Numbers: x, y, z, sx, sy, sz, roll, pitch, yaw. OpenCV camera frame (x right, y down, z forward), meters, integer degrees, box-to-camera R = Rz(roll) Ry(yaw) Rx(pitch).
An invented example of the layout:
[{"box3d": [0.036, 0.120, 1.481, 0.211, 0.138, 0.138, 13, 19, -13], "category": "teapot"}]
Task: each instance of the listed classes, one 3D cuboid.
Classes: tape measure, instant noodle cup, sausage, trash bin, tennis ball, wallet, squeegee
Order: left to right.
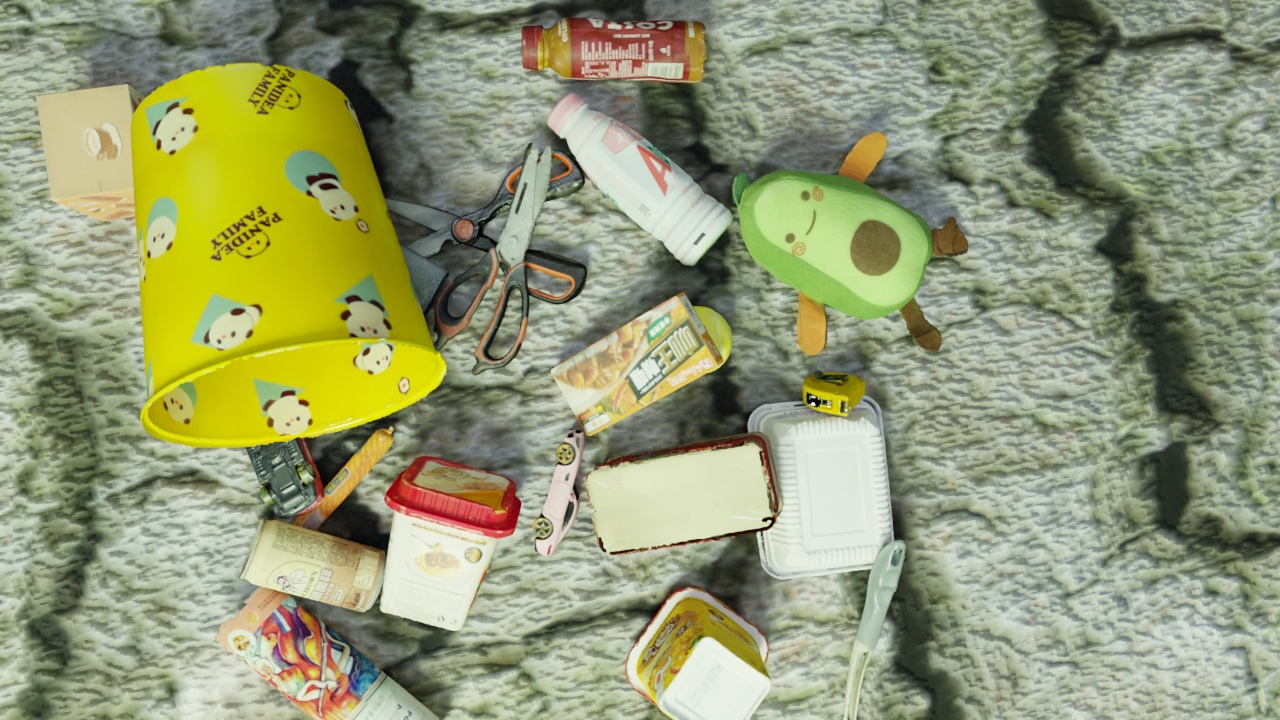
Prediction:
[{"box3d": [-0.303, -0.084, 0.761, 0.229, 0.230, 0.255, -15, 75, -5], "category": "trash bin"}, {"box3d": [-0.288, 0.125, 0.865, 0.021, 0.021, 0.165, 41, 85, -3], "category": "sausage"}, {"box3d": [-0.250, -0.056, 0.870, 0.097, 0.019, 0.121, 29, 92, 3], "category": "wallet"}, {"box3d": [-0.178, 0.166, 0.834, 0.116, 0.116, 0.124, 16, 99, -4], "category": "instant noodle cup"}, {"box3d": [0.055, -0.019, 0.877, 0.065, 0.065, 0.065, 0, 88, -5], "category": "tennis ball"}, {"box3d": [0.058, 0.285, 0.838, 0.116, 0.124, 0.116, 36, 85, -2], "category": "instant noodle cup"}, {"box3d": [0.180, 0.124, 0.887, 0.138, 0.060, 0.173, -5, 87, -5], "category": "instant noodle cup"}, {"box3d": [0.186, 0.028, 0.889, 0.057, 0.059, 0.029, 10, 115, 30], "category": "tape measure"}, {"box3d": [0.217, 0.279, 0.882, 0.246, 0.039, 0.247, 6, 104, -8], "category": "squeegee"}]

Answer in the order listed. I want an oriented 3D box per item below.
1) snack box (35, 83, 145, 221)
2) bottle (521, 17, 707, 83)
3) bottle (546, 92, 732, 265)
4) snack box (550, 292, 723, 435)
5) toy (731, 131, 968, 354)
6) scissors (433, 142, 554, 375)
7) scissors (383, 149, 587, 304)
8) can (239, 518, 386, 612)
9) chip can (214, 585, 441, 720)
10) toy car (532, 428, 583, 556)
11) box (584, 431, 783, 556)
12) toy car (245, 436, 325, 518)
[{"box3d": [-0.471, -0.184, 0.822, 0.077, 0.094, 0.092, -9, 89, -6], "category": "snack box"}, {"box3d": [-0.026, -0.298, 0.882, 0.175, 0.057, 0.057, 0, 88, -5], "category": "bottle"}, {"box3d": [-0.004, -0.177, 0.877, 0.197, 0.068, 0.068, 41, 85, 0], "category": "bottle"}, {"box3d": [-0.005, 0.005, 0.855, 0.154, 0.026, 0.075, -30, 91, 25], "category": "snack box"}, {"box3d": [0.200, -0.110, 0.881, 0.246, 0.090, 0.226, 20, 80, -7], "category": "toy"}, {"box3d": [-0.137, -0.101, 0.865, 0.195, 0.015, 0.206, -20, 90, 3], "category": "scissors"}, {"box3d": [-0.146, -0.130, 0.887, 0.221, 0.022, 0.224, 37, 87, 2], "category": "scissors"}, {"box3d": [-0.294, 0.185, 0.830, 0.116, 0.058, 0.058, 22, 86, -21], "category": "can"}, {"box3d": [-0.280, 0.293, 0.836, 0.214, 0.071, 0.071, 41, 85, -2], "category": "chip can"}, {"box3d": [-0.073, 0.125, 0.866, 0.037, 0.056, 0.122, 16, 87, -1], "category": "toy car"}, {"box3d": [0.038, 0.121, 0.840, 0.168, 0.079, 0.091, -12, 90, 13], "category": "box"}, {"box3d": [-0.332, 0.088, 0.849, 0.053, 0.045, 0.120, -28, 75, 0], "category": "toy car"}]
